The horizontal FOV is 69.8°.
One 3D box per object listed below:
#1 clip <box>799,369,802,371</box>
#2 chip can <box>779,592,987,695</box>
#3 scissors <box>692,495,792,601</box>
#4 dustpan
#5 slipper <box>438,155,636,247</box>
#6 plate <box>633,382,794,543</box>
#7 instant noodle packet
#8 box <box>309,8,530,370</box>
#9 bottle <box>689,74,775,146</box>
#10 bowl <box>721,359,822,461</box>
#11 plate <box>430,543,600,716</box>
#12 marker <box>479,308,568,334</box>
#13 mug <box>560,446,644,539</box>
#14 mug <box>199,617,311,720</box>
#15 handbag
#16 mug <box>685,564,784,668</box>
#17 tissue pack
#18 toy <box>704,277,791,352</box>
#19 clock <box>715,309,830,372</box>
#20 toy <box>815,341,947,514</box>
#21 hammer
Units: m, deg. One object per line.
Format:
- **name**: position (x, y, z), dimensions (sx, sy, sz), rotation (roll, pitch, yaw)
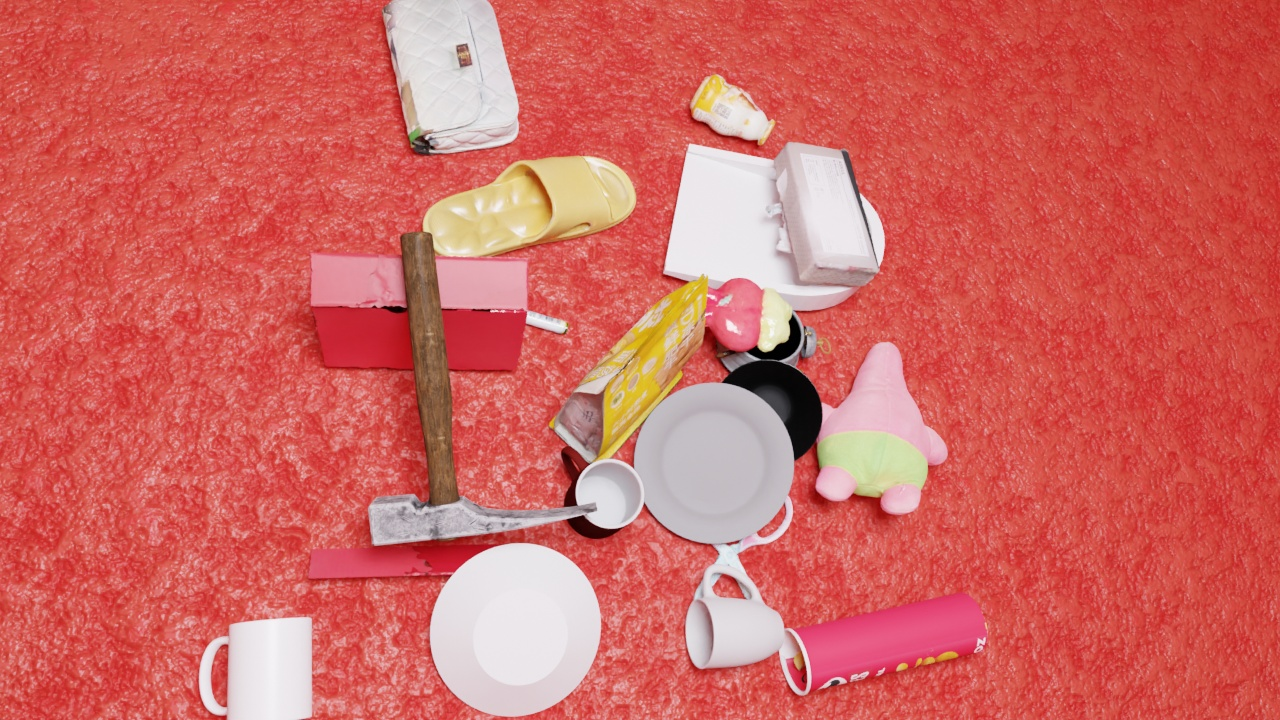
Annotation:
- **clip**: position (0.186, 0.034, 1.095), dimensions (0.046, 0.054, 0.048), rotation (26, 42, -27)
- **chip can**: position (0.268, 0.309, 1.008), dimensions (0.220, 0.069, 0.069), rotation (-7, 74, -16)
- **scissors**: position (0.108, 0.199, 1.036), dimensions (0.175, 0.013, 0.170), rotation (-25, 79, -19)
- **dustpan**: position (0.173, -0.165, 1.139), dimensions (0.257, 0.053, 0.191), rotation (16, 65, -10)
- **slipper**: position (-0.126, -0.187, 1.073), dimensions (0.263, 0.079, 0.099), rotation (-21, 76, -18)
- **plate**: position (0.082, 0.114, 1.027), dimensions (0.178, 0.012, 0.178), rotation (0, 84, -1)
- **instant noodle packet**: position (-0.006, 0.006, 0.961), dimensions (0.084, 0.222, 0.162), rotation (42, 67, 6)
- **box**: position (-0.225, -0.162, 0.950), dimensions (0.212, 0.148, 0.374), rotation (0, 97, -12)
- **bottle**: position (0.119, -0.319, 1.182), dimensions (0.108, 0.063, 0.063), rotation (30, 68, -3)
- **bowl**: position (0.147, 0.058, 1.060), dimensions (0.124, 0.052, 0.124), rotation (1, 97, 10)
- **plate**: position (-0.122, 0.274, 0.922), dimensions (0.174, 0.036, 0.174), rotation (1, 86, -13)
- **marker**: position (-0.154, -0.057, 1.056), dimensions (0.146, 0.017, 0.017), rotation (16, 69, -7)
- **mug**: position (-0.051, 0.137, 0.981), dimensions (0.073, 0.083, 0.105), rotation (-38, 84, -21)
- **mug**: position (-0.366, 0.296, 0.868), dimensions (0.110, 0.074, 0.090), rotation (-9, 73, 11)
- **handbag**: position (-0.226, -0.350, 1.104), dimensions (0.138, 0.073, 0.194), rotation (-12, 75, -16)
- **mug**: position (0.102, 0.272, 0.982), dimensions (0.089, 0.071, 0.107), rotation (5, 67, -21)
- **tissue pack**: position (0.213, -0.173, 1.107), dimensions (0.103, 0.071, 0.181), rotation (1, 66, -21)
- **toy**: position (0.109, -0.053, 1.048), dimensions (0.135, 0.045, 0.091), rotation (8, 64, -8)
- **clock**: position (0.158, -0.024, 1.098), dimensions (0.148, 0.056, 0.103), rotation (6, 62, -7)
- **toy**: position (0.274, 0.077, 1.080), dimensions (0.192, 0.097, 0.236), rotation (16, 55, 1)
- **hammer**: position (-0.162, 0.023, 0.888), dimensions (0.217, 0.037, 0.300), rotation (-5, 96, -5)
